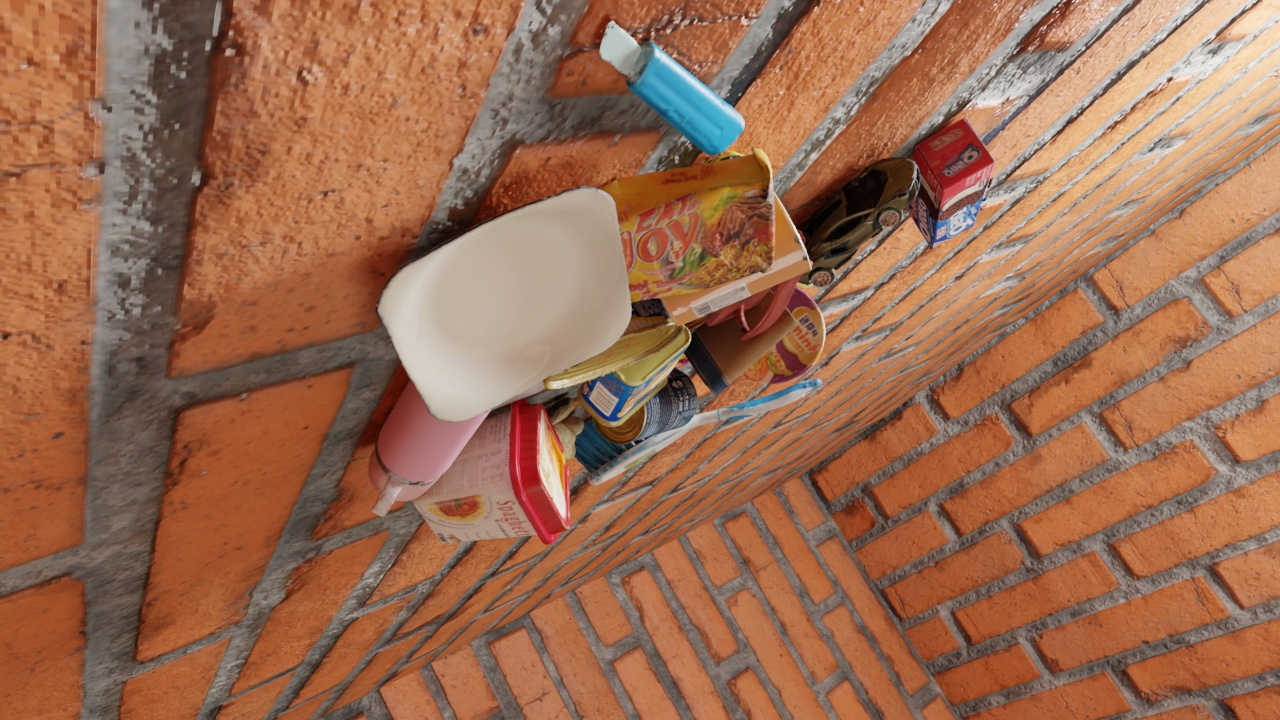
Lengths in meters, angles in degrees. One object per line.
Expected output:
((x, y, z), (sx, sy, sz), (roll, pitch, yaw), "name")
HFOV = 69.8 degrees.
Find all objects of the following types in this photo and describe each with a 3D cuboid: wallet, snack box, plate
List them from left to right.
((-0.086, -0.041, 0.608), (0.163, 0.034, 0.164), (-27, 145, -14), "plate")
((0.101, -0.027, 0.958), (0.115, 0.090, 0.033), (-43, 127, 10), "wallet")
((0.321, -0.178, 0.957), (0.058, 0.057, 0.207), (-30, 165, 8), "snack box")

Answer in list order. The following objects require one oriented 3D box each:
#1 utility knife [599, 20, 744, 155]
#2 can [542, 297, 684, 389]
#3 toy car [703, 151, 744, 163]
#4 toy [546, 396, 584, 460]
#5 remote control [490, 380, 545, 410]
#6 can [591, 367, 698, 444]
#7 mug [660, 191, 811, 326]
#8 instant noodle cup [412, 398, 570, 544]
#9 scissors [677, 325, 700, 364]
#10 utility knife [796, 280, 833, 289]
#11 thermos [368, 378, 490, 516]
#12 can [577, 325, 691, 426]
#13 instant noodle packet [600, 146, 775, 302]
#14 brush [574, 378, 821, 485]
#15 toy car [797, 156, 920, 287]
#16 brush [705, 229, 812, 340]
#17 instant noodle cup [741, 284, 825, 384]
((0.020, -0.157, 0.539), (0.034, 0.018, 0.182), (-51, 159, 13), "utility knife")
((-0.031, -0.023, 0.799), (0.147, 0.049, 0.075), (-19, 160, -36), "can")
((0.049, -0.116, 0.693), (0.048, 0.032, 0.105), (-11, 145, -31), "toy car")
((-0.102, 0.084, 0.999), (0.105, 0.066, 0.157), (-66, 163, 4), "toy")
((-0.097, 0.014, 0.839), (0.124, 0.024, 0.049), (-23, 163, -29), "remote control")
((0.007, 0.049, 1.045), (0.075, 0.075, 0.111), (-41, 162, 32), "can")
((0.072, -0.081, 0.771), (0.123, 0.078, 0.078), (-28, 165, 7), "mug")
((-0.139, 0.112, 0.862), (0.124, 0.116, 0.116), (-12, 134, 7), "instant noodle cup")
((0.039, -0.018, 1.013), (0.134, 0.017, 0.133), (-28, 160, -9), "scissors")
((0.170, -0.096, 0.995), (0.031, 0.019, 0.183), (-34, 163, 25), "utility knife")
((-0.171, 0.056, 0.733), (0.199, 0.067, 0.087), (-47, -165, 44), "thermos")
((-0.005, 0.005, 0.894), (0.101, 0.057, 0.083), (-40, 169, -34), "can")
((0.034, -0.089, 0.650), (0.128, 0.044, 0.111), (-15, 140, -5), "instant noodle packet")
((0.061, 0.064, 1.129), (0.314, 0.109, 0.060), (-30, 162, -1), "brush")
((0.193, -0.131, 0.858), (0.042, 0.070, 0.159), (29, 128, -26), "toy car")
((0.114, -0.076, 0.867), (0.063, 0.069, 0.146), (-23, 163, -29), "brush")
((0.149, -0.028, 1.034), (0.111, 0.111, 0.099), (-33, 174, 6), "instant noodle cup")
